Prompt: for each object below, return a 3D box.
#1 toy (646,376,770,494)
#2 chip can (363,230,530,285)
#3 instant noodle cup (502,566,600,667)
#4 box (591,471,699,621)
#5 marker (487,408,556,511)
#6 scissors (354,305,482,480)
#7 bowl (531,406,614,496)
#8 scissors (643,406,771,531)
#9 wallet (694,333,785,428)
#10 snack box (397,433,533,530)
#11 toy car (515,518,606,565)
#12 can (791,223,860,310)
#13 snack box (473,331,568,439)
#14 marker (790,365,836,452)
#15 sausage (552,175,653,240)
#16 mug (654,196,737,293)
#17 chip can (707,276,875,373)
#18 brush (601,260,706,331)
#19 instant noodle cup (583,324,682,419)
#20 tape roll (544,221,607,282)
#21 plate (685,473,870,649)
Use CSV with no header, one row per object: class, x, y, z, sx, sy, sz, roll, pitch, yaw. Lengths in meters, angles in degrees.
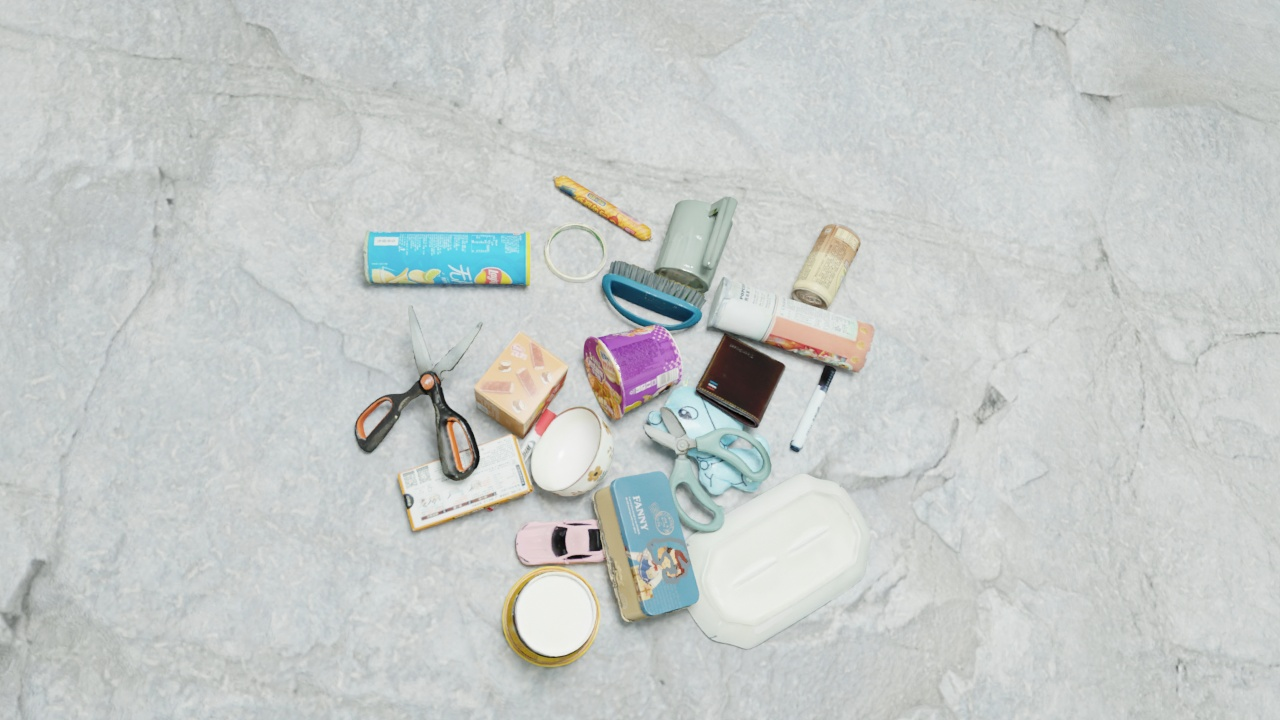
toy,0.090,0.097,1.193,0.161,0.050,0.156,-4,76,-14
chip can,-0.250,-0.134,1.202,0.210,0.071,0.071,0,74,-7
instant noodle cup,-0.102,0.297,1.072,0.118,0.115,0.118,2,73,-7
box,0.004,0.221,1.124,0.089,0.062,0.184,-7,76,-37
marker,-0.151,0.125,1.152,0.017,0.017,0.145,33,85,2
scissors,-0.260,0.047,1.113,0.234,0.021,0.221,-39,74,16
bowl,-0.075,0.121,1.145,0.062,0.114,0.113,38,66,-40
scissors,0.089,0.120,1.157,0.172,0.019,0.176,-26,90,1
wallet,0.133,0.025,1.214,0.096,0.020,0.122,31,47,1
snack box,-0.216,0.150,1.129,0.154,0.026,0.075,-19,78,0
toy car,-0.094,0.225,1.136,0.122,0.037,0.056,-1,72,-7
can,0.259,-0.130,1.278,0.058,0.059,0.116,29,72,1
snack box,-0.150,0.033,1.154,0.077,0.093,0.094,35,72,3
marker,0.232,0.064,1.238,0.022,0.018,0.130,45,65,-40
sausage,-0.052,-0.213,1.278,0.165,0.021,0.021,32,72,3
mug,0.079,-0.156,1.229,0.083,0.124,0.103,25,73,-19
chip can,0.203,-0.048,1.240,0.214,0.071,0.071,17,72,-3
brush,0.014,-0.080,1.230,0.144,0.055,0.073,22,70,-2
instant noodle cup,-0.007,0.007,1.181,0.099,0.112,0.111,-22,78,-23
tape roll,-0.088,-0.149,1.259,0.085,0.014,0.085,2,73,-7
plate,0.177,0.251,1.167,0.265,0.034,0.162,-26,79,-14
